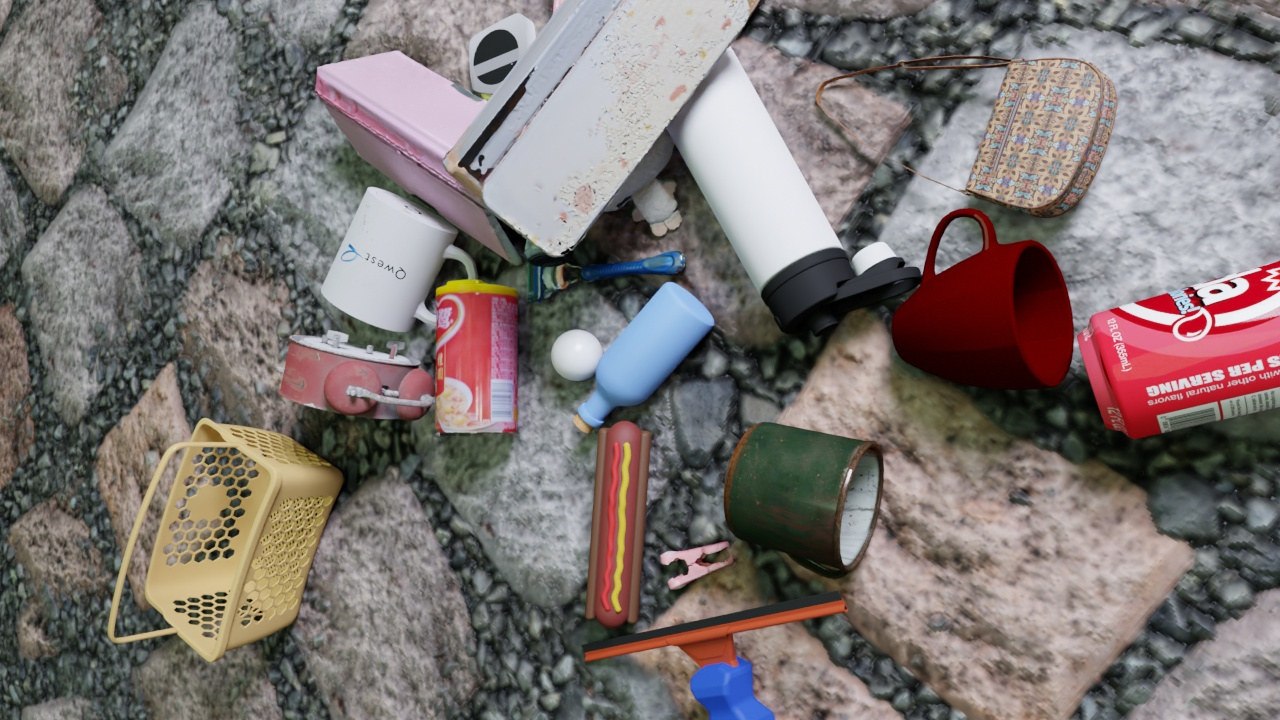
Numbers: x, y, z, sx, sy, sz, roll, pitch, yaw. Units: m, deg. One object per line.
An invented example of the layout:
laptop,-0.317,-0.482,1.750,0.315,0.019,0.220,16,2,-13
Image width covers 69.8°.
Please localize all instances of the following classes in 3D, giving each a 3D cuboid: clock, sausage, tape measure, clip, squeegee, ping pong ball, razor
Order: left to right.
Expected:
clock,-0.233,0.011,0.772,0.157,0.109,0.062,17,94,44
tape measure,-0.117,-0.258,0.789,0.065,0.016,0.064,-12,80,27
ping pong ball,-0.050,-0.004,0.718,0.040,0.040,0.040,-3,85,29
razor,-0.027,-0.070,0.725,0.141,0.018,0.044,-2,84,25
sausage,-0.017,0.123,0.691,0.040,0.040,0.155,3,87,29
clip,0.041,0.152,0.668,0.060,0.023,0.044,-1,90,30
squeegee,0.071,0.266,0.623,0.250,0.055,0.184,-27,73,42

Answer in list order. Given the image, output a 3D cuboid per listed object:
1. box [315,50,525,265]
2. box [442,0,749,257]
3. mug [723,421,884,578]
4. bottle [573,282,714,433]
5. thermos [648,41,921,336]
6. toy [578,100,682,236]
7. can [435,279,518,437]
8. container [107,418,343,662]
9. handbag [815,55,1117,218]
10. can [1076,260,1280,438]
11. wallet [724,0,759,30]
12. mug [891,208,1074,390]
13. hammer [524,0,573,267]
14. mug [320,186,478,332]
box,-0.177,-0.172,0.794,0.233,0.099,0.107,34,135,25
box,-0.034,-0.187,0.640,0.217,0.095,0.115,-51,29,5
mug,0.108,0.098,0.608,0.081,0.084,0.111,11,126,31
bottle,-0.004,0.004,0.688,0.131,0.048,0.048,-48,66,17
thermos,0.094,-0.129,0.639,0.101,0.068,0.229,-29,73,10
toy,-0.009,-0.150,0.707,0.087,0.050,0.112,-37,64,22
can,-0.133,0.000,0.749,0.067,0.066,0.124,-3,85,29
container,-0.376,0.154,0.814,0.129,0.166,0.183,25,98,28
handbag,0.203,-0.156,0.603,0.196,0.043,0.093,23,101,37
can,0.320,-0.008,0.496,0.143,0.074,0.074,-18,77,26
wallet,0.066,-0.322,0.670,0.098,0.027,0.121,32,101,-3
mug,0.199,-0.035,0.561,0.089,0.086,0.114,-10,98,45
hammer,-0.052,-0.228,0.706,0.141,0.036,0.325,-6,71,28
mug,-0.200,-0.078,0.792,0.119,0.083,0.096,29,101,0
